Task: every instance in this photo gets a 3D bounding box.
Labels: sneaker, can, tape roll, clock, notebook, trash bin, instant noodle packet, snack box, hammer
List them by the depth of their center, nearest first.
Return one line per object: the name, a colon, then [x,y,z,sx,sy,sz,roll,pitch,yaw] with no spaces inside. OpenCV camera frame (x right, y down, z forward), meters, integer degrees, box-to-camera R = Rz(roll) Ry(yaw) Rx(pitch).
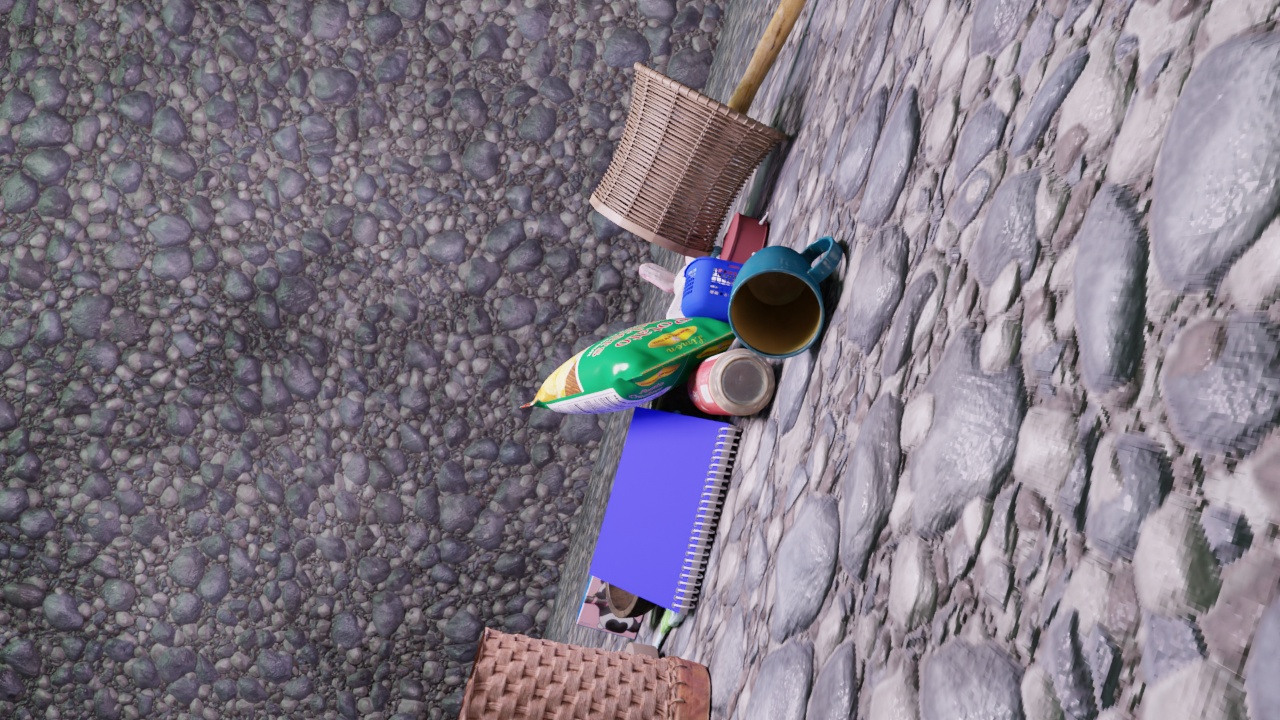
trash bin: [-0.057,0.329,0.844,0.151,0.210,0.151,-166,92,-84]
can: [0.093,0.025,0.981,0.170,0.067,0.067,149,137,-83]
notebook: [0.025,0.165,1.048,0.172,0.022,0.209,8,80,50]
tape roll: [-0.004,0.379,1.068,0.094,0.030,0.093,-171,91,-82]
instant noodle packet: [-0.006,0.006,1.116,0.253,0.195,0.090,-16,96,51]
sneaker: [0.038,0.107,1.205,0.120,0.095,0.234,108,173,-46]
clock: [0.133,-0.147,1.223,0.125,0.044,0.087,120,165,-70]
snack box: [-0.027,0.311,1.281,0.033,0.088,0.154,-88,15,-69]
hammer: [0.189,-0.453,1.343,0.331,0.132,0.033,-61,8,18]

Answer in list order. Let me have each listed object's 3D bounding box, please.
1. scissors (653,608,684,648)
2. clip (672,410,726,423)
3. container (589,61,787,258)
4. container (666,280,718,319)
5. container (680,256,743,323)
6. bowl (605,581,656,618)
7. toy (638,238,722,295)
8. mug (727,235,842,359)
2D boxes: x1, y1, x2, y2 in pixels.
scissors: [0.031,0.309,1.085,0.072,0.033,0.176,-85,15,-48]
clip: [0.044,0.120,1.091,0.028,0.113,0.126,114,159,-80]
container: [0.055,-0.269,1.264,0.226,0.227,0.196,-88,24,-72]
container: [0.083,-0.060,1.350,0.129,0.049,0.080,116,142,-64]
container: [0.098,-0.079,1.118,0.114,0.096,0.058,133,148,-79]
bowl: [0.004,0.275,1.193,0.121,0.056,0.121,-169,90,-68]
toy: [0.102,-0.127,1.409,0.106,0.131,0.206,65,161,-15]
mug: [0.135,-0.069,0.830,0.112,0.084,0.104,-41,12,22]
